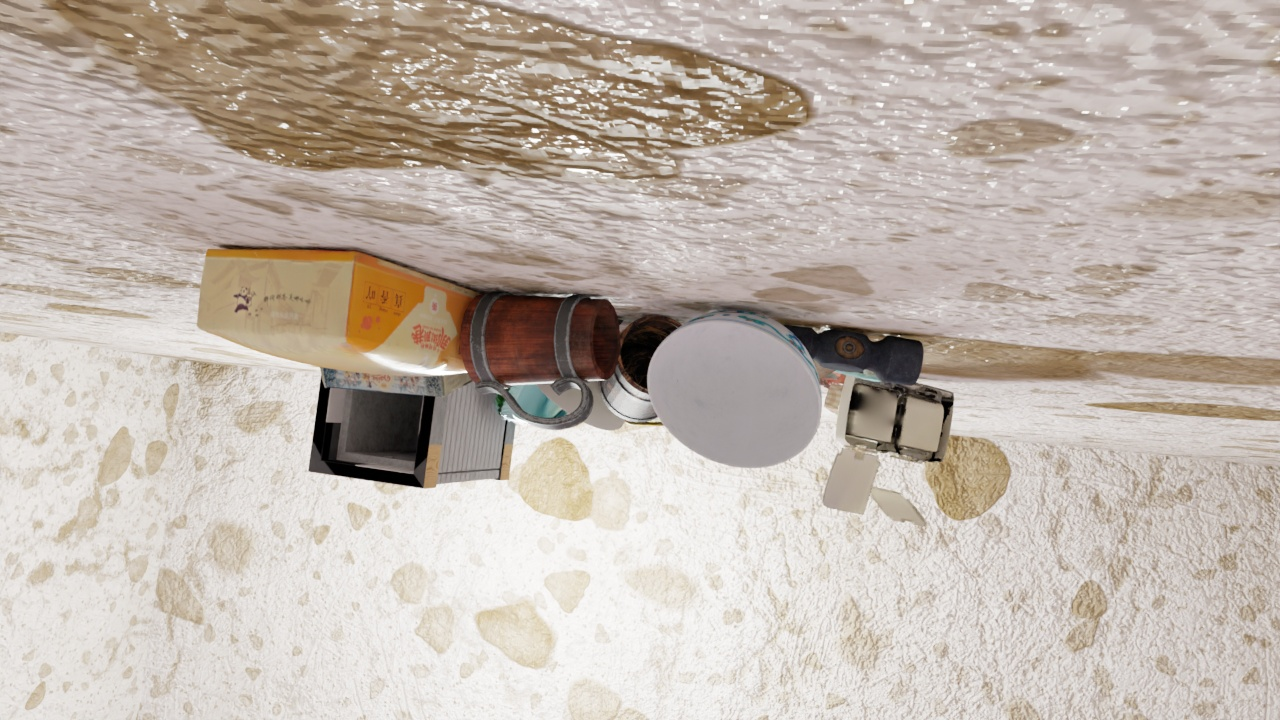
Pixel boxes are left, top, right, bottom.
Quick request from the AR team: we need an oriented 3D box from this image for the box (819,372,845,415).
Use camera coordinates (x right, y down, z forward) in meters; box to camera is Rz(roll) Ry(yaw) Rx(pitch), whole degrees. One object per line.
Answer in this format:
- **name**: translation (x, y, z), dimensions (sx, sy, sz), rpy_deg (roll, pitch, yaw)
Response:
- **box**: translation (0.268, 0.048, 1.255), dimensions (0.067, 0.057, 0.187), rpy_deg (38, -174, 21)

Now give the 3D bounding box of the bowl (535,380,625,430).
- **bowl**: translation (-0.068, 0.018, 1.091), dimensions (0.149, 0.043, 0.149), rpy_deg (35, -162, -13)

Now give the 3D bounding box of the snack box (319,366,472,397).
- **snack box**: translation (-0.218, -0.009, 0.922), dimensions (0.145, 0.043, 0.144), rpy_deg (3, -162, 23)

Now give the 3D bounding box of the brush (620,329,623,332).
- **brush**: translation (0.005, -0.021, 0.954), dimensions (0.127, 0.017, 0.048), rpy_deg (2, 174, 35)

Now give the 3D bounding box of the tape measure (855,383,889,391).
- **tape measure**: translation (0.312, 0.035, 1.230), dimensions (0.059, 0.019, 0.051), rpy_deg (3, 174, 34)

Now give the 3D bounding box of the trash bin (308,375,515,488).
- **trash bin**: translation (-0.263, 0.071, 1.123), dimensions (0.142, 0.142, 0.246), rpy_deg (6, 177, 14)

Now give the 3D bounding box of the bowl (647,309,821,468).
- **bowl**: translation (0.086, 0.011, 0.763), dimensions (0.144, 0.144, 0.074), rpy_deg (4, -145, 22)

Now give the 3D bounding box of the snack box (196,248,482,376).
- **snack box**: translation (-0.227, -0.031, 0.743), dimensions (0.145, 0.080, 0.195), rpy_deg (4, 175, 23)

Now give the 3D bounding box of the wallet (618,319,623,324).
- **wallet**: translation (-0.084, -0.033, 0.878), dimensions (0.115, 0.026, 0.089), rpy_deg (8, 176, -21)

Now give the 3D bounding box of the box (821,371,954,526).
- **box**: translation (0.306, 0.110, 1.163), dimensions (0.143, 0.180, 0.080), rpy_deg (14, 175, -13)

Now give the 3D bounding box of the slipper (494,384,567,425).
- **slipper**: translation (-0.116, 0.044, 1.209), dimensions (0.069, 0.116, 0.276), rpy_deg (31, -177, 11)

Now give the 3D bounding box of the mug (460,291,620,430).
- **mug**: translation (-0.083, -0.001, 0.752), dimensions (0.111, 0.117, 0.081), rpy_deg (0, 155, 20)

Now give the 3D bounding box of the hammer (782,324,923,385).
- **hammer**: translation (0.172, 0.010, 0.931), dimensions (0.129, 0.040, 0.322), rpy_deg (10, 172, 0)

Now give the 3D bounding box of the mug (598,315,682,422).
- **mug**: translation (0.022, 0.016, 0.858), dimensions (0.116, 0.079, 0.107), rpy_deg (26, 163, -2)

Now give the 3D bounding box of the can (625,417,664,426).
- **can**: translation (0.037, 0.044, 1.200), dimensions (0.135, 0.075, 0.104), rpy_deg (2, 170, 6)

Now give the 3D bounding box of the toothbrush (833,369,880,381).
- **toothbrush**: translation (0.197, 0.003, 1.028), dimensions (0.180, 0.016, 0.016), rpy_deg (10, 176, -23)
